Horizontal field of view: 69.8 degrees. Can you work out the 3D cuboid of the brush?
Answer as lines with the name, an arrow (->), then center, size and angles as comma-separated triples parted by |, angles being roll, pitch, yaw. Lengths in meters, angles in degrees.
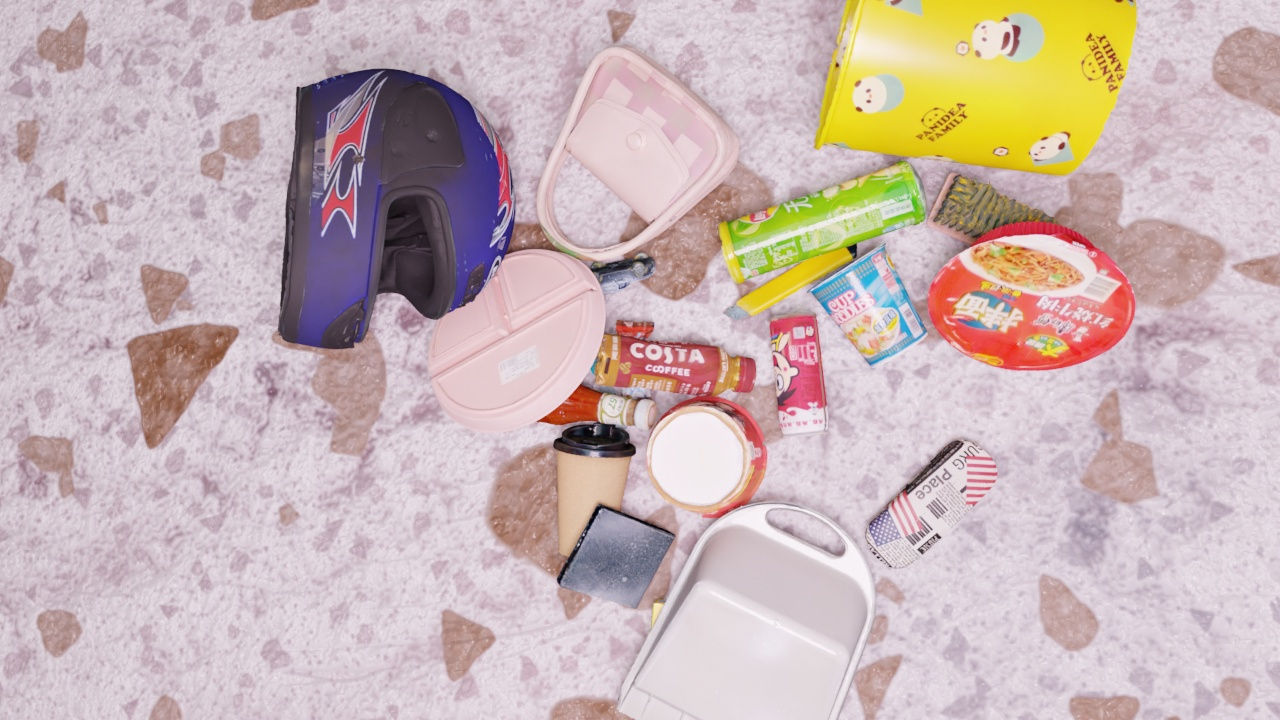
brush -> 0.384, -0.143, 0.978 | 0.145, 0.073, 0.063 | 25, 90, 6

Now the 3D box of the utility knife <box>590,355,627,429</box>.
utility knife -> -0.056, -0.021, 1.069 | 0.029, 0.013, 0.218 | -21, 83, 7

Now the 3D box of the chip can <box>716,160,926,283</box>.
chip can -> 0.198, -0.151, 1.001 | 0.221, 0.072, 0.072 | -17, 83, 12

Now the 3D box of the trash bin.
trash bin -> 0.329, -0.304, 0.932 | 0.255, 0.229, 0.229 | 13, 87, 4

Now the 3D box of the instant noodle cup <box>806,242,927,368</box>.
instant noodle cup -> 0.250, -0.056, 0.986 | 0.099, 0.099, 0.110 | -33, 88, 5

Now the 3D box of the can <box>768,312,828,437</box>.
can -> 0.174, 0.017, 1.008 | 0.053, 0.053, 0.132 | -6, 85, 9

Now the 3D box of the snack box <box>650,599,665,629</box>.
snack box -> 0.080, 0.317, 1.011 | 0.140, 0.033, 0.087 | 5, 86, 11

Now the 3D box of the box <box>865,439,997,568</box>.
box -> 0.311, 0.153, 0.985 | 0.164, 0.051, 0.068 | -43, 70, 2

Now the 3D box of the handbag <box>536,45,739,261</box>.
handbag -> -0.021, -0.220, 1.053 | 0.193, 0.093, 0.234 | 43, 101, 10

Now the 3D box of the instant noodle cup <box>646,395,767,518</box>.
instant noodle cup -> 0.067, 0.103, 0.991 | 0.138, 0.108, 0.138 | -1, 85, 9

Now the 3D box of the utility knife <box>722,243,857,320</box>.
utility knife -> 0.171, -0.091, 1.036 | 0.171, 0.015, 0.033 | -30, 61, 6

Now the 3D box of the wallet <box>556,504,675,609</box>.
wallet -> -0.025, 0.217, 1.004 | 0.019, 0.120, 0.097 | 28, 89, 52

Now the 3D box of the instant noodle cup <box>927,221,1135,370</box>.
instant noodle cup -> 0.396, -0.074, 0.933 | 0.194, 0.194, 0.065 | 16, 55, 10

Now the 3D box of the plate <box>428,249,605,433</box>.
plate -> -0.146, -0.029, 1.027 | 0.230, 0.028, 0.229 | -13, 60, 22

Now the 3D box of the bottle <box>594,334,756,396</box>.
bottle -> 0.039, 0.007, 1.013 | 0.175, 0.057, 0.057 | 6, 86, -7

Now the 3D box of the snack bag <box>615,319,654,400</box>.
snack bag -> -0.006, 0.006, 1.051 | 0.048, 0.026, 0.104 | 2, 85, 3

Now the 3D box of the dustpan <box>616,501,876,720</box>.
dustpan -> 0.130, 0.292, 0.984 | 0.223, 0.142, 0.258 | 25, 118, 11

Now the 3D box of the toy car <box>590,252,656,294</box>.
toy car -> -0.026, -0.099, 1.057 | 0.091, 0.042, 0.034 | -12, 111, 11

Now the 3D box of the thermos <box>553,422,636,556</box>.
thermos -> -0.055, 0.144, 1.023 | 0.093, 0.093, 0.143 | 6, 95, 10

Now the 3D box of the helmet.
helmet -> -0.256, -0.157, 0.989 | 0.240, 0.248, 0.315 | 5, 63, -21

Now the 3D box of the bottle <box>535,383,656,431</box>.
bottle -> -0.082, 0.046, 1.028 | 0.206, 0.059, 0.059 | 9, 87, 21
